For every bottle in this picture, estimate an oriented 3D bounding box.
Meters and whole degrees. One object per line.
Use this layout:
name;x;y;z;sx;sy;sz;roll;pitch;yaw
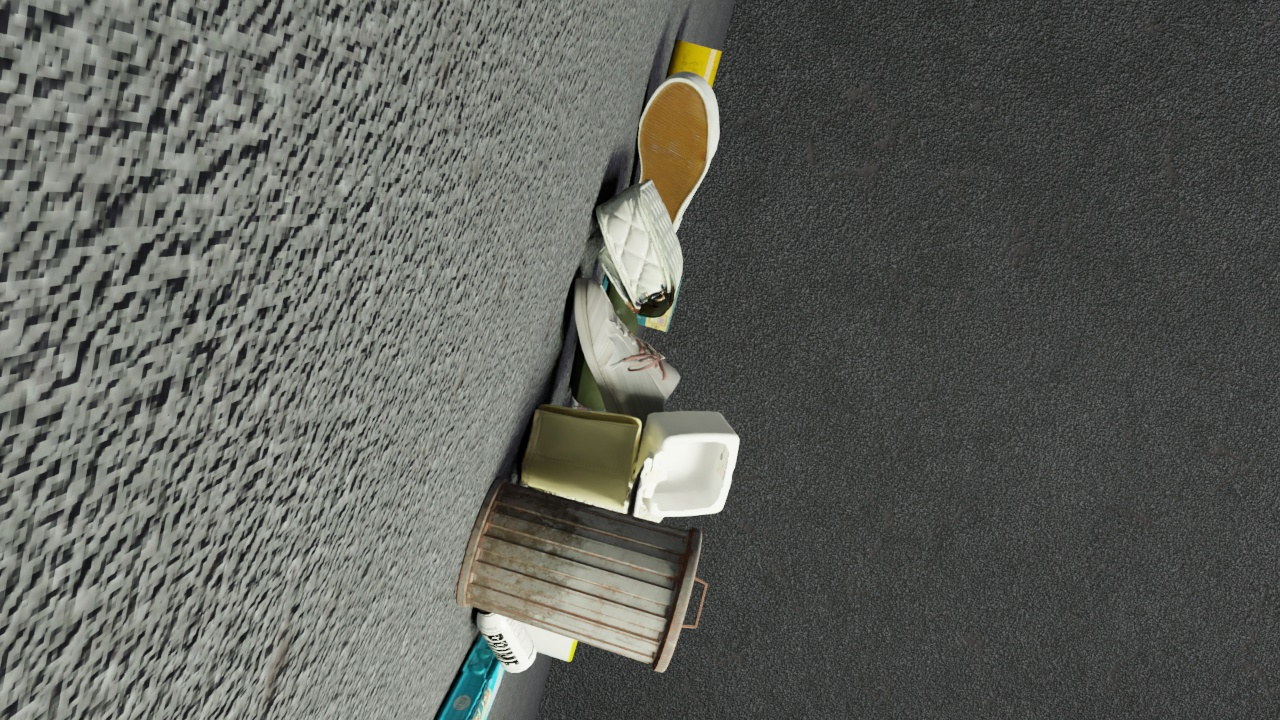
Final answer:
bottle;-0.043;-0.028;1.180;0.071;0.071;0.207;-72;177;-46
bottle;0.066;-0.385;1.366;0.071;0.071;0.164;-68;174;-70
bottle;-0.142;0.276;0.944;0.041;0.041;0.116;-72;155;-43

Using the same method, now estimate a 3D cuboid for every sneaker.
sneaker;0.049;-0.287;1.244;0.127;0.121;0.295;-58;173;-31
sneaker;-0.007;0.006;1.023;0.099;0.089;0.236;-100;173;-62

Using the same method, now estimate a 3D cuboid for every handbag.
handbag;-0.065;0.106;0.982;0.111;0.119;0.081;99;2;-59
handbag;0.001;-0.130;1.056;0.194;0.072;0.139;-66;135;-74

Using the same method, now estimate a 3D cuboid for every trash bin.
trash bin;-0.046;0.194;0.838;0.131;0.211;0.131;22;84;-88

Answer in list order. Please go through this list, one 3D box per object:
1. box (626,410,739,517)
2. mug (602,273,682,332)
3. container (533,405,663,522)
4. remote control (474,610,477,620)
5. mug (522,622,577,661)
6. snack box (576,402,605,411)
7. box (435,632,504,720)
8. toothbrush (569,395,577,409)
box;0.024;0.120;0.975;0.188;0.101;0.111;-12;120;-39
mug;0.000;-0.100;1.306;0.114;0.107;0.083;99;9;-74
container;-0.046;0.160;1.171;0.251;0.185;0.143;-61;176;-77
remote control;-0.152;0.232;1.014;0.146;0.015;0.033;-70;176;-64
mug;-0.128;0.332;1.182;0.082;0.106;0.082;21;85;-88
snack box;-0.072;0.129;1.375;0.033;0.088;0.154;-68;174;-77
box;-0.178;0.362;0.986;0.226;0.039;0.094;-67;172;-74
toothbrush;-0.088;0.045;1.297;0.012;0.017;0.187;-45;154;-57
